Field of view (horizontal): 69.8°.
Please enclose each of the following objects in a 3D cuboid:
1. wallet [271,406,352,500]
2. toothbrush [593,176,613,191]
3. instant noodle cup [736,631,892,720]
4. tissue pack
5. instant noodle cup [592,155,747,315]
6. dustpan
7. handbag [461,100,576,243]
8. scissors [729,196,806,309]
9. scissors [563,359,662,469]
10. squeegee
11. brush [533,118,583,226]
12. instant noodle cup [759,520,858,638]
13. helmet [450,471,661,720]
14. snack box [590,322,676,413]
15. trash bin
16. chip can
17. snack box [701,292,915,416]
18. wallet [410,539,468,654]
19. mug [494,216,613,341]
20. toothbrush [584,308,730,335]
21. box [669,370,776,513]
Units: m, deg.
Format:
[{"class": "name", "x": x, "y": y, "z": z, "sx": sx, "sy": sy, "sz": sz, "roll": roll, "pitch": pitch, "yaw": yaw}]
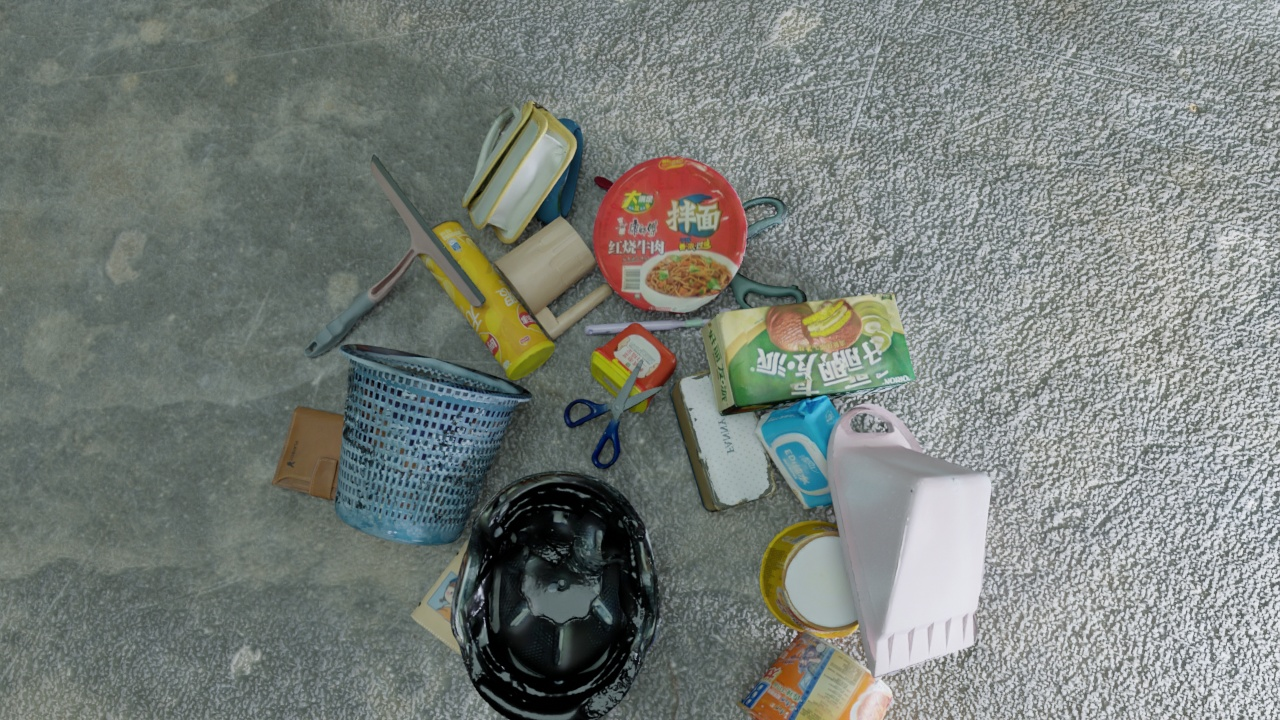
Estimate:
[{"class": "wallet", "x": -0.388, "y": 0.127, "z": 1.157, "sx": 0.131, "sy": 0.035, "sz": 0.119, "roll": 11, "pitch": 73, "yaw": 5}, {"class": "toothbrush", "x": 0.020, "y": -0.195, "z": 1.198, "sx": 0.187, "sy": 0.017, "sz": 0.016, "roll": 29, "pitch": 85, "yaw": 11}, {"class": "instant noodle cup", "x": 0.199, "y": 0.381, "z": 1.019, "sx": 0.151, "sy": 0.151, "sz": 0.111, "roll": 35, "pitch": 75, "yaw": 9}, {"class": "tissue pack", "x": 0.204, "y": 0.110, "z": 1.073, "sx": 0.063, "sy": 0.090, "sz": 0.140, "roll": -42, "pitch": 102, "yaw": -41}, {"class": "instant noodle cup", "x": 0.040, "y": -0.153, "z": 1.150, "sx": 0.194, "sy": 0.065, "sz": 0.194, "roll": 0, "pitch": 89, "yaw": 13}, {"class": "dustpan", "x": 0.290, "y": 0.195, "z": 1.044, "sx": 0.139, "sy": 0.222, "sz": 0.273, "roll": 13, "pitch": 94, "yaw": 46}, {"class": "handbag", "x": -0.174, "y": -0.257, "z": 1.176, "sx": 0.163, "sy": 0.063, "sz": 0.178, "roll": -53, "pitch": 42, "yaw": 15}, {"class": "scissors", "x": 0.151, "y": -0.120, "z": 1.177, "sx": 0.170, "sy": 0.019, "sz": 0.180, "roll": -43, "pitch": 77, "yaw": -5}, {"class": "scissors", "x": -0.031, "y": 0.069, "z": 1.106, "sx": 0.166, "sy": 0.012, "sz": 0.157, "roll": 2, "pitch": 107, "yaw": 40}, {"class": "squeegee", "x": -0.342, "y": -0.087, "z": 1.171, "sx": 0.250, "sy": 0.040, "sz": 0.247, "roll": -42, "pitch": 77, "yaw": 15}, {"class": "brush", "x": -0.107, "y": -0.247, "z": 1.189, "sx": 0.055, "sy": 0.073, "sz": 0.143, "roll": 12, "pitch": 81, "yaw": -8}, {"class": "instant noodle cup", "x": 0.212, "y": 0.252, "z": 1.057, "sx": 0.138, "sy": 0.110, "sz": 0.138, "roll": 0, "pitch": 79, "yaw": 2}, {"class": "helmet", "x": -0.093, "y": 0.259, "z": 1.050, "sx": 0.230, "sy": 0.157, "sz": 0.274, "roll": 0, "pitch": 89, "yaw": -1}, {"class": "snack box", "x": -0.007, "y": 0.007, "z": 1.134, "sx": 0.091, "sy": 0.082, "sz": 0.080, "roll": 42, "pitch": 74, "yaw": 10}, {"class": "trash bin", "x": -0.261, "y": 0.102, "z": 1.075, "sx": 0.226, "sy": 0.226, "sz": 0.195, "roll": 16, "pitch": 92, "yaw": 6}, {"class": "chip can", "x": -0.197, "y": -0.078, "z": 1.165, "sx": 0.072, "sy": 0.072, "sz": 0.213, "roll": -37, "pitch": 78, "yaw": -4}, {"class": "snack box", "x": 0.201, "y": -0.009, "z": 1.100, "sx": 0.239, "sy": 0.063, "sz": 0.114, "roll": -7, "pitch": 78, "yaw": -16}, {"class": "wallet", "x": -0.213, "y": 0.290, "z": 1.119, "sx": 0.087, "sy": 0.024, "sz": 0.115, "roll": 35, "pitch": 82, "yaw": 14}, {"class": "mug", "x": -0.108, "y": -0.105, "z": 1.167, "sx": 0.103, "sy": 0.084, "sz": 0.124, "roll": -38, "pitch": 104, "yaw": -6}, {"class": "toothbrush", "x": 0.022, "y": -0.046, "z": 1.172, "sx": 0.189, "sy": 0.021, "sz": 0.029, "roll": -4, "pitch": 111, "yaw": 4}, {"class": "box", "x": 0.097, "y": 0.089, "z": 1.116, "sx": 0.089, "sy": 0.059, "sz": 0.184, "roll": -12, "pitch": 76, "yaw": -11}]
